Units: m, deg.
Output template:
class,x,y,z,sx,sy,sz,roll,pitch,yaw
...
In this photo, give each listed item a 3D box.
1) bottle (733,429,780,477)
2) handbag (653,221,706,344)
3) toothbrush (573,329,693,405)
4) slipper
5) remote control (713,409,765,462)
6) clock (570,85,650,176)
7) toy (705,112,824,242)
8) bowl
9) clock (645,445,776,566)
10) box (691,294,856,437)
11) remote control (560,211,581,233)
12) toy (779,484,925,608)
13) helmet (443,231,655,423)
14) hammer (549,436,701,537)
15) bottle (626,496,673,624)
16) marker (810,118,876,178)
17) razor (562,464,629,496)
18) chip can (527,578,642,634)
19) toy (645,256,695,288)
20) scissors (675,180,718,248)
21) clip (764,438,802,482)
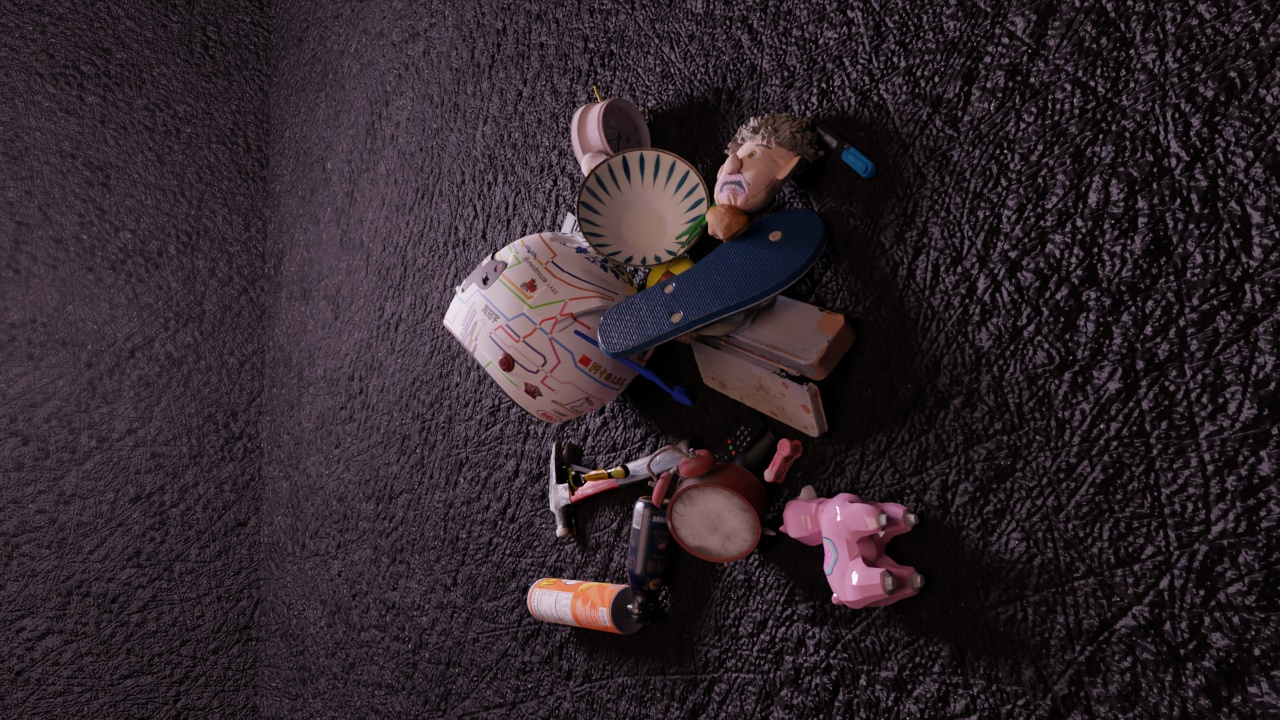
class,x,y,z,sx,sy,sz,roll,pitch,yaw
bottle,0.124,0.127,1.080,0.123,0.033,0.033,-55,45,31
handbag,0.080,-0.115,1.147,0.093,0.043,0.196,34,111,9
toothbrush,-0.007,0.007,1.159,0.017,0.186,0.011,-35,31,45
slipper,0.088,-0.074,1.062,0.295,0.060,0.118,-27,41,9
remote control,0.113,0.111,1.115,0.125,0.010,0.039,-56,44,31
clock,-0.039,-0.299,1.306,0.059,0.116,0.157,-12,71,43
toy,0.128,-0.217,1.067,0.133,0.076,0.175,13,71,58
bowl,0.004,-0.192,1.239,0.071,0.177,0.177,80,-178,-71
clock,0.076,0.156,1.055,0.110,0.157,0.061,-42,8,32
box,0.151,-0.006,1.065,0.121,0.094,0.217,-53,37,-8
remote control,-0.078,-0.181,1.415,0.140,0.021,0.045,43,119,42
toy,0.208,0.187,0.932,0.158,0.067,0.123,-17,72,55
helmet,-0.120,-0.063,1.274,0.236,0.231,0.314,-54,45,5
hammer,-0.030,0.153,1.281,0.327,0.036,0.140,-26,65,48
bottle,0.011,0.258,1.187,0.056,0.056,0.160,7,90,53
marker,0.224,-0.239,1.027,0.123,0.015,0.018,58,132,43
razor,-0.061,0.161,1.274,0.144,0.021,0.044,-17,91,51
chip can,-0.079,0.342,1.286,0.211,0.062,0.062,-13,74,52
toy,0.043,-0.094,1.221,0.094,0.041,0.096,45,118,39
scissors,0.089,-0.196,1.168,0.132,0.013,0.078,-32,52,21
clip,0.157,0.114,1.035,0.022,0.039,0.059,44,122,44
